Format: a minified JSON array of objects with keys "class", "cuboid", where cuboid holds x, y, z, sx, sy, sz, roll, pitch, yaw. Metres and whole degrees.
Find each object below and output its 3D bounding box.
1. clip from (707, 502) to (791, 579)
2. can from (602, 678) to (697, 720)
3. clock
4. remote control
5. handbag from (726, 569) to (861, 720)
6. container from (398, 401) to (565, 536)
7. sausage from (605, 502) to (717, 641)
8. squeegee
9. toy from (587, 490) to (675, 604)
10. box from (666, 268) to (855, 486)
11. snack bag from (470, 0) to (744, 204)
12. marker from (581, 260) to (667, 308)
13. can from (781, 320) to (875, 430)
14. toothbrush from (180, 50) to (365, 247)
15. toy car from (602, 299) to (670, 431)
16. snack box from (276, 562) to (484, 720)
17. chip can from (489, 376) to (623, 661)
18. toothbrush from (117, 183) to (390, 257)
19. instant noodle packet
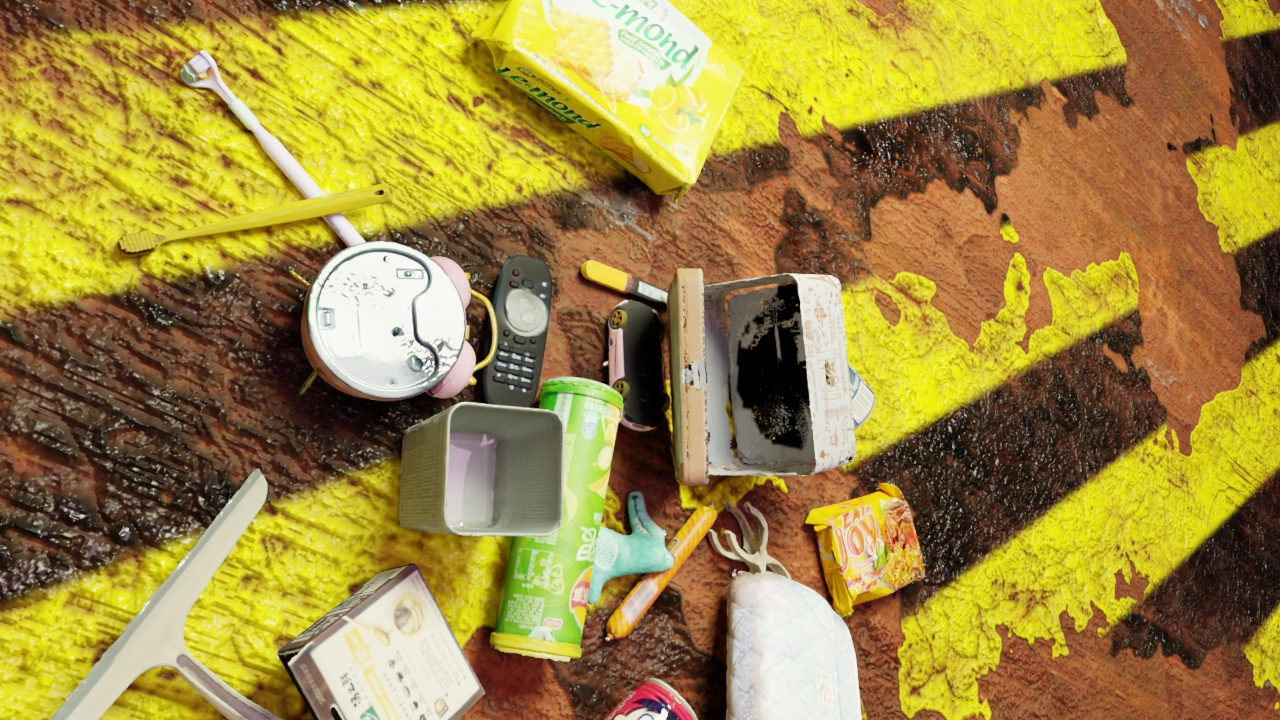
[{"class":"clip","cuboid":[0.095,0.187,0.854,0.083,0.035,0.104,-28,104,-38]},{"class":"can","cuboid":[-0.004,0.311,0.741,0.093,0.067,0.066,-37,101,-34]},{"class":"clock","cuboid":[-0.180,-0.026,0.696,0.158,0.060,0.117,-2,80,-32]},{"class":"remote control","cuboid":[-0.104,-0.021,0.766,0.053,0.024,0.136,16,72,-27]},{"class":"handbag","cuboid":[0.131,0.289,0.791,0.134,0.076,0.193,30,40,-26]},{"class":"container","cuboid":[-0.123,0.085,0.678,0.090,0.115,0.090,8,76,-32]},{"class":"sausage","cuboid":[0.021,0.184,0.810,0.164,0.022,0.021,-46,106,-31]},{"class":"squeegee","cuboid":[-0.246,0.244,0.612,0.246,0.039,0.245,50,40,-23]},{"class":"toy","cuboid":[-0.014,0.158,0.785,0.091,0.030,0.096,2,61,-26]},{"class":"box","cuboid":[0.073,0.013,0.793,0.177,0.153,0.182,-3,87,-52]},{"class":"snack bag","cuboid":[-0.023,-0.269,0.844,0.246,0.068,0.157,34,64,-24]},{"class":"marker","cuboid":[-0.002,-0.066,0.850,0.123,0.015,0.018,18,72,-32]},{"class":"can","cuboid":[0.172,0.020,0.911,0.111,0.075,0.075,46,60,-18]},{"class":"toothbrush","cuboid":[-0.266,-0.147,0.687,0.189,0.029,0.021,50,21,-16]},{"class":"toy car","cuboid":[-0.005,0.005,0.822,0.056,0.037,0.122,18,58,-36]},{"class":"snack box","cuboid":[-0.180,0.220,0.629,0.125,0.053,0.113,-34,100,-53]},{"class":"chip can","cuboid":[-0.064,0.123,0.735,0.072,0.073,0.221,19,71,-29]},{"class":"toothbrush","cuboid":[-0.272,-0.103,0.661,0.189,0.017,0.016,-19,97,-28]},{"class":"instant noodle packet","cuboid":[0.232,0.191,0.937,0.128,0.044,0.110,-12,83,-34]}]
